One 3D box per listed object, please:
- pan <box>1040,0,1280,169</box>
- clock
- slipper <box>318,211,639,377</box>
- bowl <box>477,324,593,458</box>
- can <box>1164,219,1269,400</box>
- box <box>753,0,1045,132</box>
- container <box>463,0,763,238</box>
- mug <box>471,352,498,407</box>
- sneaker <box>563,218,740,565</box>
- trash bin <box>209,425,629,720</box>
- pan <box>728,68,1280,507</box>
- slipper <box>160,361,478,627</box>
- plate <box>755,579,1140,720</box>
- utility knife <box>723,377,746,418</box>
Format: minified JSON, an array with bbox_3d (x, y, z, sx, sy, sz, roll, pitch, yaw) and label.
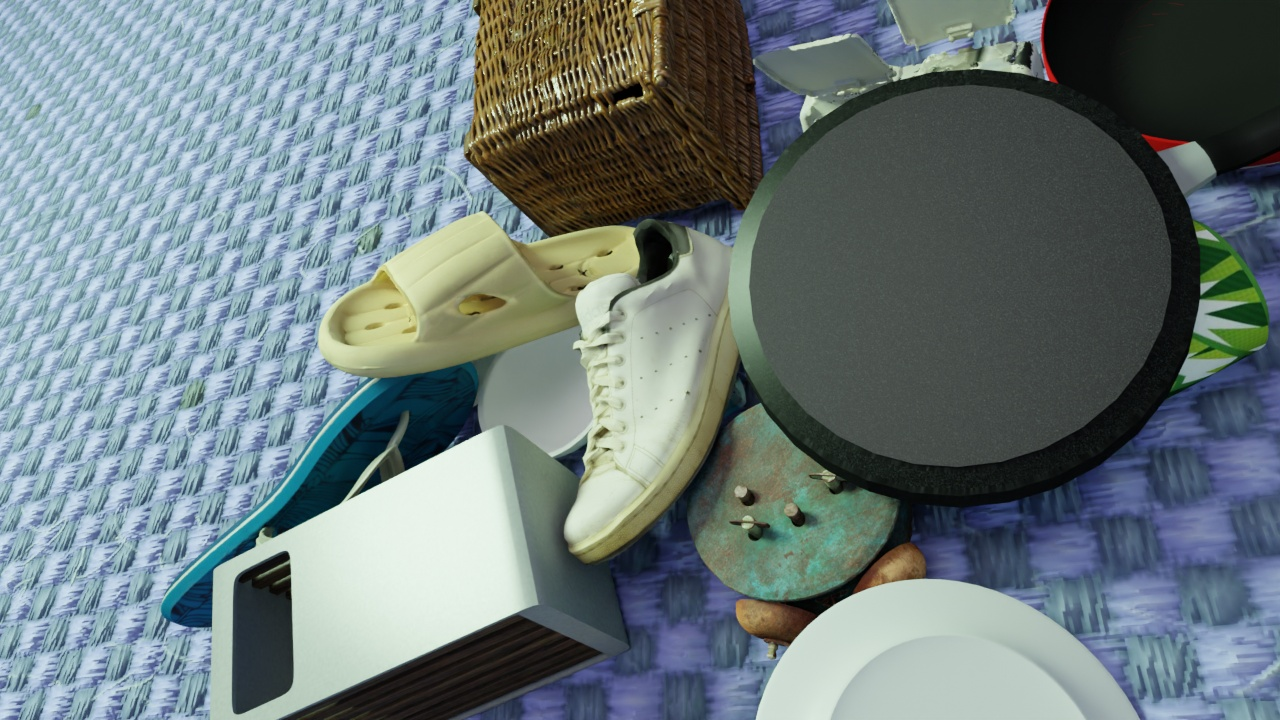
[{"bbox_3d":[0.321,-0.251,0.591,0.209,0.067,0.356,-37,52,5],"label":"pan"},{"bbox_3d":[0.094,0.096,0.512,0.121,0.073,0.157,-23,55,15],"label":"clock"},{"bbox_3d":[-0.094,-0.065,0.628,0.261,0.079,0.111,-17,34,-25],"label":"slipper"},{"bbox_3d":[-0.059,0.027,0.654,0.110,0.040,0.109,-13,59,23],"label":"bowl"},{"bbox_3d":[0.237,-0.007,0.485,0.144,0.083,0.083,-31,53,10],"label":"can"},{"bbox_3d":[0.159,-0.156,0.550,0.146,0.185,0.065,-4,64,34],"label":"box"},{"bbox_3d":[-0.025,-0.224,0.711,0.184,0.162,0.249,-17,56,25],"label":"container"},{"bbox_3d":[-0.148,-0.013,0.697,0.115,0.094,0.068,-26,49,-15],"label":"mug"},{"bbox_3d":[-0.003,0.003,0.568,0.089,0.102,0.240,-33,27,54],"label":"sneaker"},{"bbox_3d":[-0.142,0.156,0.578,0.229,0.114,0.114,-27,53,13],"label":"trash bin"},{"bbox_3d":[0.211,-0.070,0.447,0.357,0.034,0.225,-26,70,12],"label":"pan"},{"bbox_3d":[-0.216,0.109,0.654,0.295,0.118,0.060,-42,66,7],"label":"slipper"},{"bbox_3d":[0.146,0.191,0.416,0.188,0.016,0.188,-1,62,1],"label":"plate"},{"bbox_3d":[0.020,0.050,0.616,0.118,0.015,0.022,-34,46,11],"label":"utility knife"}]
